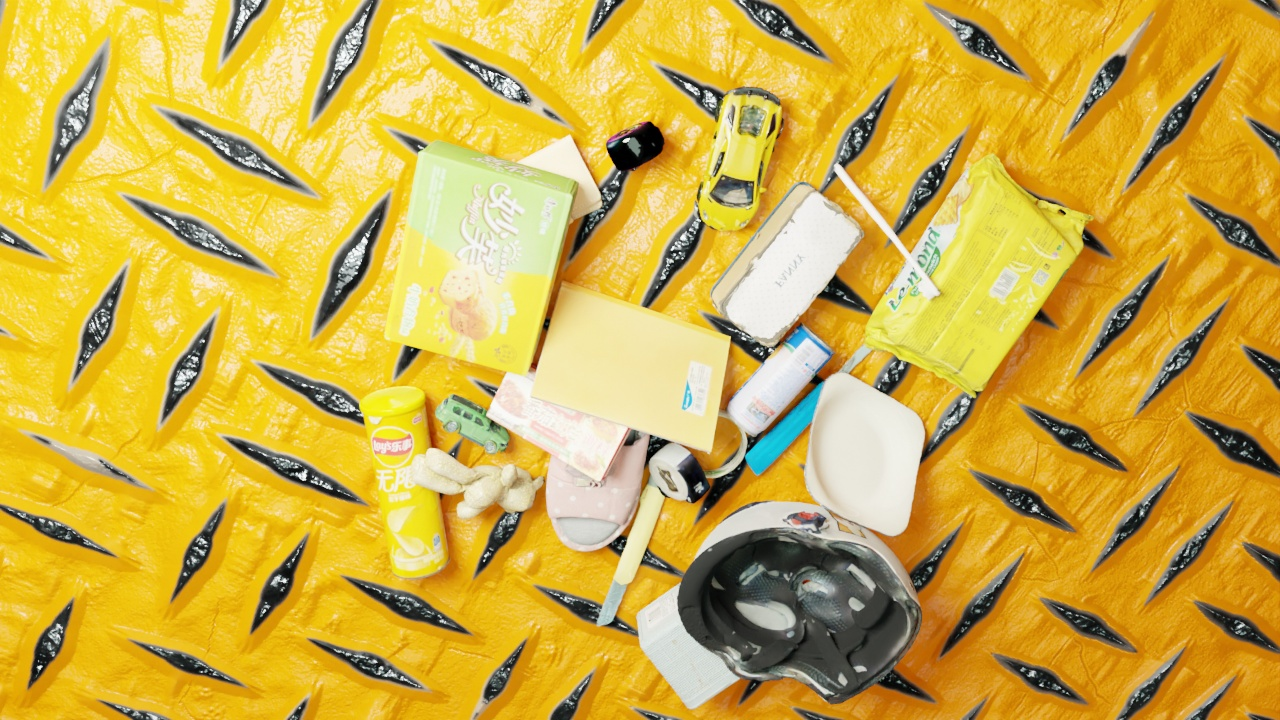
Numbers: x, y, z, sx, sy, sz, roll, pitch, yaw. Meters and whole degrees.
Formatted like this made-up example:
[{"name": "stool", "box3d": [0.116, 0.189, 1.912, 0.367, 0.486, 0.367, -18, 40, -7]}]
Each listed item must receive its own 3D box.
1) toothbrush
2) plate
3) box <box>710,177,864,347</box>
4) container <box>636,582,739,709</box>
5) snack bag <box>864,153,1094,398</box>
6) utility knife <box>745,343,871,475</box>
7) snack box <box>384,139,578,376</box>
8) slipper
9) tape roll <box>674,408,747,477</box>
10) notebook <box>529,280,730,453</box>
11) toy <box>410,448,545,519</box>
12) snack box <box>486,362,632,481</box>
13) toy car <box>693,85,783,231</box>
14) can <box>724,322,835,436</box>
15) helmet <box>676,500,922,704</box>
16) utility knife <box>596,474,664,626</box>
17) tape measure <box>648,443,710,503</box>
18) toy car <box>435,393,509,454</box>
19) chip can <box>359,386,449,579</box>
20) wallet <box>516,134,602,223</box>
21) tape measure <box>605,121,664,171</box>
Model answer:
[{"name": "toothbrush", "box3d": [0.263, -0.140, 0.992, 0.016, 0.016, 0.180, -38, 84, 22]}, {"name": "plate", "box3d": [0.254, 0.111, 1.068, 0.163, 0.034, 0.164, 27, 66, -22]}, {"name": "box", "box3d": [0.162, -0.110, 1.004, 0.090, 0.062, 0.184, 37, 100, -16]}, {"name": "container", "box3d": [0.059, 0.348, 1.136, 0.090, 0.090, 0.111, -36, 105, 6]}, {"name": "snack bag", "box3d": [0.379, -0.086, 1.027, 0.158, 0.068, 0.247, 27, 103, -13]}, {"name": "utility knife", "box3d": [0.204, 0.052, 1.083, 0.219, 0.018, 0.034, -47, 125, 9]}, {"name": "snack box", "box3d": [-0.166, -0.104, 0.954, 0.157, 0.070, 0.210, 15, 113, -4]}, {"name": "slipper", "box3d": [-0.044, 0.101, 1.058, 0.114, 0.054, 0.275, 9, 106, -8]}, {"name": "tape roll", "box3d": [0.084, 0.098, 1.090, 0.086, 0.014, 0.086, -1, 109, -5]}, {"name": "notebook", "box3d": [-0.006, 0.006, 1.005, 0.206, 0.010, 0.145, 17, 65, -11]}, {"name": "toy", "box3d": [-0.183, 0.135, 1.031, 0.157, 0.066, 0.105, 24, 123, -40]}, {"name": "snack box", "box3d": [-0.089, 0.064, 1.017, 0.153, 0.025, 0.075, 29, 97, 12]}, {"name": "toy car", "box3d": [0.105, -0.211, 0.973, 0.071, 0.041, 0.156, 12, 108, -9]}, {"name": "can", "box3d": [0.158, 0.023, 1.051, 0.053, 0.053, 0.135, 38, 101, -16]}, {"name": "helmet", "box3d": [0.185, 0.258, 1.079, 0.274, 0.156, 0.230, 19, 117, 0]}, {"name": "utility knife", "box3d": [-0.011, 0.238, 1.126, 0.031, 0.022, 0.216, 18, 100, -10]}, {"name": "tape measure", "box3d": [0.042, 0.131, 1.070, 0.033, 0.066, 0.066, -38, 111, -31]}, {"name": "toy car", "box3d": [-0.188, 0.072, 1.041, 0.091, 0.043, 0.036, 34, 102, -15]}, {"name": "chip can", "box3d": [-0.265, 0.139, 1.043, 0.072, 0.072, 0.213, -6, 110, -3]}, {"name": "wallet", "box3d": [-0.105, -0.175, 0.975, 0.115, 0.024, 0.087, -26, 111, 4]}, {"name": "tape measure", "box3d": [-0.005, -0.221, 0.951, 0.058, 0.057, 0.039, -28, 110, -5]}]
